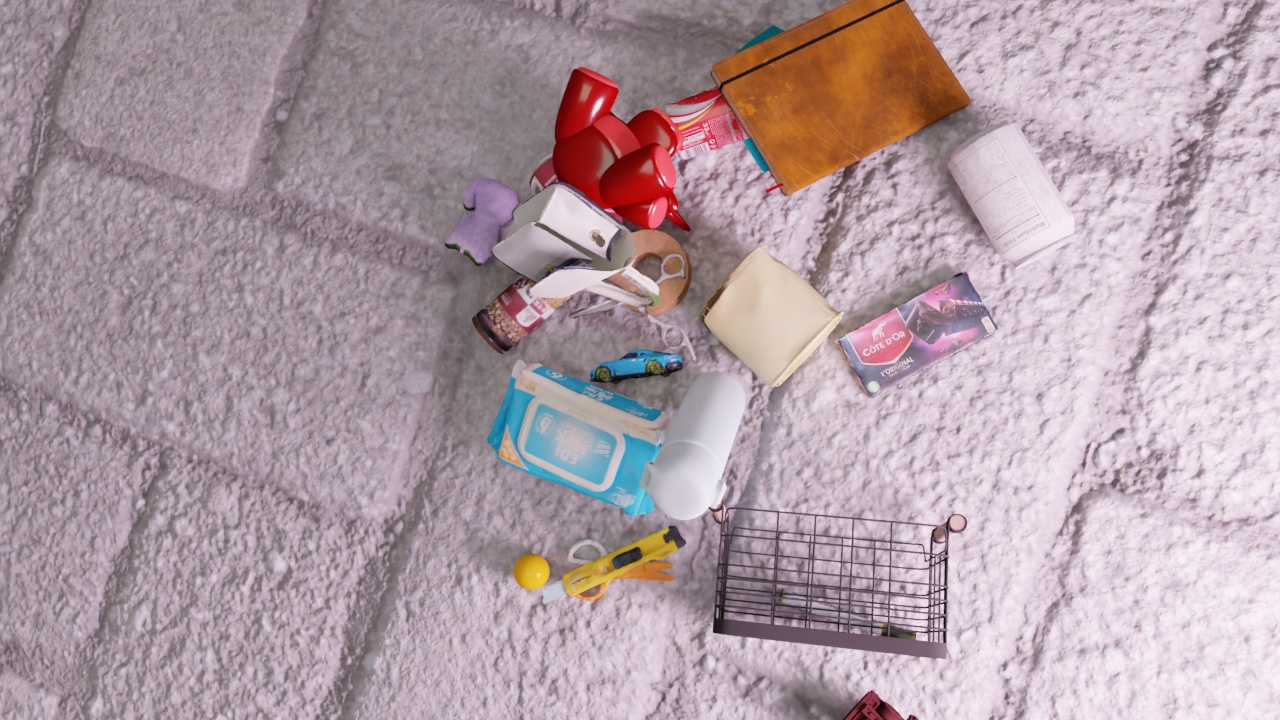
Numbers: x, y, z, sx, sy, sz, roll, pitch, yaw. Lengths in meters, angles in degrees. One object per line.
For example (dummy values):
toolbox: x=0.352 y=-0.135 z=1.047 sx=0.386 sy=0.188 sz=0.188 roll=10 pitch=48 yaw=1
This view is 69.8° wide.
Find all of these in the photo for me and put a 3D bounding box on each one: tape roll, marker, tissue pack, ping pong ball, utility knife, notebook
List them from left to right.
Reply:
ping pong ball: x=-0.123 y=0.238 z=1.033 sx=0.040 sy=0.040 sz=0.040 roll=-1 pitch=85 yaw=12
tissue pack: x=-0.069 y=0.083 z=1.013 sx=0.209 sy=0.066 sz=0.117 roll=22 pitch=106 yaw=14
utility knife: x=-0.032 y=0.229 z=1.017 sx=0.175 sy=0.017 sz=0.030 roll=-27 pitch=69 yaw=10
tape roll: x=0.010 y=-0.099 z=1.038 sx=0.094 sy=0.027 sz=0.094 roll=-1 pitch=86 yaw=12
notebook: x=0.203 y=-0.296 z=0.980 sx=0.249 sy=0.014 sz=0.178 roll=-27 pitch=80 yaw=-10
marker: x=0.218 y=0.272 z=0.972 sx=0.146 sy=0.017 sz=0.017 roll=16 pitch=89 yaw=12

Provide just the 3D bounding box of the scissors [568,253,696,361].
scissors: x=0.000 y=-0.057 z=1.012 sx=0.141 sy=0.014 sz=0.171 roll=-36 pitch=75 yaw=5

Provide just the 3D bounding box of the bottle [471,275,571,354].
bottle: x=-0.136 y=-0.061 z=1.050 sx=0.105 sy=0.056 sz=0.056 roll=-39 pitch=79 yaw=6

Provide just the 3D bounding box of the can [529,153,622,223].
can: x=-0.073 y=-0.178 z=1.043 sx=0.063 sy=0.063 sz=0.114 roll=-37 pitch=80 yaw=7

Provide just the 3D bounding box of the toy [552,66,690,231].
toy: x=-0.012 y=-0.210 z=0.963 sx=0.121 sy=0.197 sz=0.158 roll=-42 pitch=79 yaw=15

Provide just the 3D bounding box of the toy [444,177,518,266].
toy: x=-0.189 y=-0.166 z=1.081 sx=0.080 sy=0.036 sz=0.099 roll=30 pitch=87 yaw=22

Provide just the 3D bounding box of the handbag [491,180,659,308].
handbag: x=-0.057 y=-0.096 z=0.952 sx=0.176 sy=0.151 sz=0.074 roll=32 pitch=72 yaw=-21

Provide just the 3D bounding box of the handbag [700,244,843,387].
handbag: x=0.137 y=-0.048 z=0.984 sx=0.119 sy=0.081 sz=0.111 roll=43 pitch=102 yaw=10

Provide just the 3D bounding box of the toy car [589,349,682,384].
toy car: x=-0.006 y=0.006 z=1.023 sx=0.105 sy=0.048 sz=0.032 roll=-10 pitch=84 yaw=12

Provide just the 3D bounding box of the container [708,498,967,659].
container: x=0.183 y=0.212 z=0.898 sx=0.241 sy=0.163 sz=0.130 roll=4 pitch=74 yaw=10

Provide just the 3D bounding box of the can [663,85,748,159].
can: x=0.082 y=-0.268 z=1.017 sx=0.105 sy=0.064 sz=0.064 roll=-18 pitch=82 yaw=10

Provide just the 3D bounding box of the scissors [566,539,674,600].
scissors: x=-0.022 y=0.228 z=1.029 sx=0.131 sy=0.012 sz=0.073 roll=-9 pitch=84 yaw=12

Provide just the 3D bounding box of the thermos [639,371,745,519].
thermos: x=0.059 y=0.082 z=0.921 sx=0.078 sy=0.206 sz=0.065 roll=21 pitch=118 yaw=6

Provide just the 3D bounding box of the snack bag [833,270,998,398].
snack bag: x=0.295 y=-0.027 z=0.979 sx=0.155 sy=0.018 sz=0.074 roll=-30 pitch=81 yaw=10

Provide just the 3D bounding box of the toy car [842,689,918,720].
toy car: x=0.279 y=0.409 z=0.926 sx=0.170 sy=0.062 sz=0.070 roll=41 pitch=94 yaw=12

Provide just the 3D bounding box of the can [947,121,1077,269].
can: x=0.381 y=-0.169 z=0.940 sx=0.078 sy=0.078 sz=0.136 roll=-28 pitch=81 yaw=8
